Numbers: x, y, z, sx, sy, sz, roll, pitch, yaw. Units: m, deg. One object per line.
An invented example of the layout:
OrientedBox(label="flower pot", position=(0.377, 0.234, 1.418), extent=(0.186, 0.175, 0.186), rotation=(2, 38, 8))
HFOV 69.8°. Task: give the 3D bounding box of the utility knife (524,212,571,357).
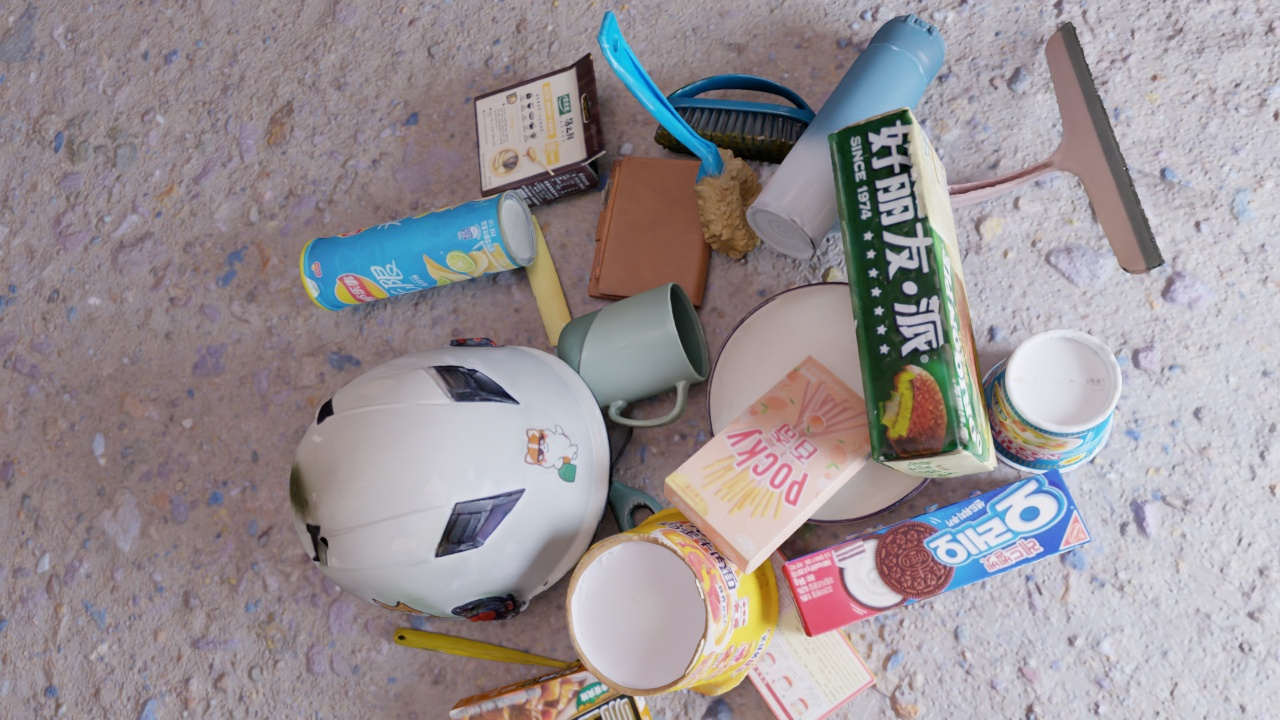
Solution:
OrientedBox(label="utility knife", position=(-0.083, -0.052, 0.828), extent=(0.031, 0.022, 0.212), rotation=(-24, 64, 11))

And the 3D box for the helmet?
OrientedBox(label="helmet", position=(-0.173, 0.091, 0.717), extent=(0.275, 0.156, 0.229), rotation=(-16, 72, 36))

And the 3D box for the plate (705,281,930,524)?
OrientedBox(label="plate", position=(0.149, 0.034, 0.724), extent=(0.193, 0.039, 0.192), rotation=(-4, 75, 16))

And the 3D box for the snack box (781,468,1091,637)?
OrientedBox(label="snack box", position=(0.207, 0.138, 0.657), extent=(0.207, 0.057, 0.058), rotation=(-20, 71, 2))

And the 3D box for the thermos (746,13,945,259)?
OrientedBox(label="thermos", position=(0.171, -0.184, 0.742), extent=(0.070, 0.070, 0.220), rotation=(31, 77, 21))

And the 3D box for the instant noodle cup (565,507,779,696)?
OrientedBox(label="instant noodle cup", position=(0.019, 0.175, 0.662), extent=(0.138, 0.109, 0.138), rotation=(-3, 83, 25))

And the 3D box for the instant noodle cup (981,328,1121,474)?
OrientedBox(label="instant noodle cup", position=(0.289, 0.024, 0.646), extent=(0.099, 0.110, 0.099), rotation=(-5, 75, 17))

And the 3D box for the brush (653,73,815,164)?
OrientedBox(label="brush", position=(0.084, -0.212, 0.798), extent=(0.144, 0.055, 0.073), rotation=(9, 79, 19))

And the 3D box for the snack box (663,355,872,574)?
OrientedBox(label="snack box", position=(0.101, 0.071, 0.660), extent=(0.157, 0.026, 0.084), rotation=(-38, 66, -23))

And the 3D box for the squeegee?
OrientedBox(label="squeegee", position=(0.246, -0.137, 0.739), extent=(0.250, 0.040, 0.247), rotation=(-13, 58, 20))

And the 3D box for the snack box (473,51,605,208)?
OrientedBox(label="snack box", position=(-0.089, -0.207, 0.847), extent=(0.126, 0.053, 0.113), rotation=(-13, 68, 13))

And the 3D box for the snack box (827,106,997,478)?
OrientedBox(label="snack box", position=(0.191, -0.042, 0.642), extent=(0.063, 0.114, 0.239), rotation=(-12, 73, 27))

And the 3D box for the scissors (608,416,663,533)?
OrientedBox(label="scissors", position=(-0.054, 0.135, 0.772), extent=(0.181, 0.019, 0.170), rotation=(-24, 72, 11))

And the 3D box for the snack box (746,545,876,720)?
OrientedBox(label="snack box", position=(0.101, 0.200, 0.703), extent=(0.077, 0.027, 0.155), rotation=(-38, 69, 4))

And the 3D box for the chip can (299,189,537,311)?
OrientedBox(label="chip can", position=(-0.204, -0.099, 0.842), extent=(0.210, 0.071, 0.071), rotation=(-11, 73, 18))

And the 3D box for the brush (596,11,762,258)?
OrientedBox(label="brush", position=(0.035, -0.167, 0.706), extent=(0.046, 0.254, 0.083), rotation=(1, 64, 34))

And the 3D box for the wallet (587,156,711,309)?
OrientedBox(label="wallet", position=(0.012, -0.114, 0.808), extent=(0.108, 0.031, 0.131), rotation=(7, 78, 15))

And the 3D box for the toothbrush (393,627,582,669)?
OrientedBox(label="toothbrush", position=(-0.122, 0.244, 0.765), extent=(0.190, 0.016, 0.015), rotation=(4, 78, 18))

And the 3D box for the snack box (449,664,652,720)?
OrientedBox(label="snack box", position=(-0.069, 0.287, 0.723), extent=(0.154, 0.026, 0.075), rotation=(-20, 89, 12))

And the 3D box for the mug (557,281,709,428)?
OrientedBox(label="mug", position=(-0.004, 0.004, 0.752), extent=(0.106, 0.082, 0.111), rotation=(-19, 70, 17))
